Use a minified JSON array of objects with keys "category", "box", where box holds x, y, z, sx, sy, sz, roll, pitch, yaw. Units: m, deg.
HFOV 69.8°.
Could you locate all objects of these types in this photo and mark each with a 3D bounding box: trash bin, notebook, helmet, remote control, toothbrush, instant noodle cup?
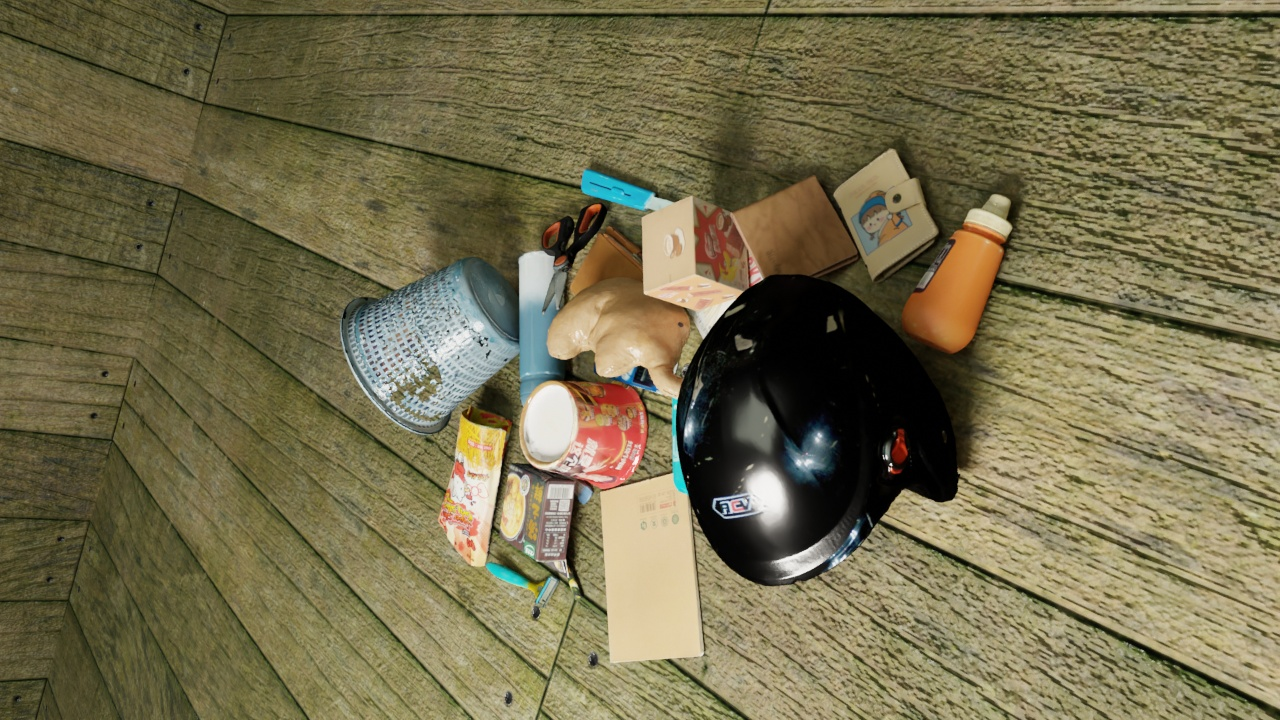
[{"category":"trash bin","box":[-0.274,-0.037,1.304,0.195,0.226,0.226,-30,59,18]},{"category":"notebook","box":[0.009,0.245,1.085,0.148,0.008,0.207,-21,66,41]},{"category":"helmet","box":[0.141,0.060,0.839,0.234,0.230,0.273,-15,32,43]},{"category":"remote control","box":[-0.007,0.007,1.145,0.125,0.024,0.049,16,92,43]},{"category":"toothbrush","box":[-0.108,0.229,1.205,0.017,0.012,0.185,-39,55,20]},{"category":"instant noodle cup","box":[-0.076,0.087,1.136,0.138,0.108,0.137,-12,72,43]}]

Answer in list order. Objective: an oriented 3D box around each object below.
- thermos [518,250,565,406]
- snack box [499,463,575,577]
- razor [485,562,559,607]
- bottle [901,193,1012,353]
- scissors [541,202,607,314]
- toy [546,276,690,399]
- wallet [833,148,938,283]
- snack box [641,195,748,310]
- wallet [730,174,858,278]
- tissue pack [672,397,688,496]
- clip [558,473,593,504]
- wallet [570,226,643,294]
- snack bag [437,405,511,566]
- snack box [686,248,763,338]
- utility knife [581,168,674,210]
[{"category":"thermos","box":[-0.136,-0.038,1.259,0.070,0.070,0.220,-16,70,42]},{"category":"snack box","box":[-0.132,0.205,1.186,0.113,0.053,0.125,11,92,57]},{"category":"razor","box":[-0.163,0.294,1.233,0.133,0.028,0.043,9,64,43]},{"category":"bottle","box":[0.296,-0.082,0.838,0.067,0.066,0.149,29,95,45]},{"category":"scissors","box":[-0.108,-0.127,1.199,0.161,0.022,0.233,-3,44,42]},{"category":"toy","box":[-0.005,-0.030,1.070,0.226,0.082,0.143,23,65,40]},{"category":"wallet","box":[0.249,-0.148,0.926,0.087,0.024,0.115,-40,53,38]},{"category":"snack box","box":[0.061,-0.116,1.016,0.077,0.094,0.092,-15,70,43]},{"category":"wallet","box":[0.163,-0.134,0.977,0.101,0.020,0.115,-25,62,4]},{"category":"tissue pack","box":[0.083,0.085,1.018,0.093,0.050,0.133,-11,73,42]},{"category":"clip","box":[-0.082,0.161,1.193,0.056,0.026,0.024,44,115,28]},{"category":"wallet","box":[-0.032,-0.103,1.193,0.132,0.031,0.108,44,114,40]},{"category":"snack bag","box":[-0.242,0.178,1.326,0.129,0.073,0.208,28,108,45]},{"category":"snack box","box":[0.116,-0.095,1.044,0.157,0.026,0.084,-47,51,29]},{"category":"utility knife","box":[-0.013,-0.219,1.211,0.203,0.018,0.034,27,99,44]}]
